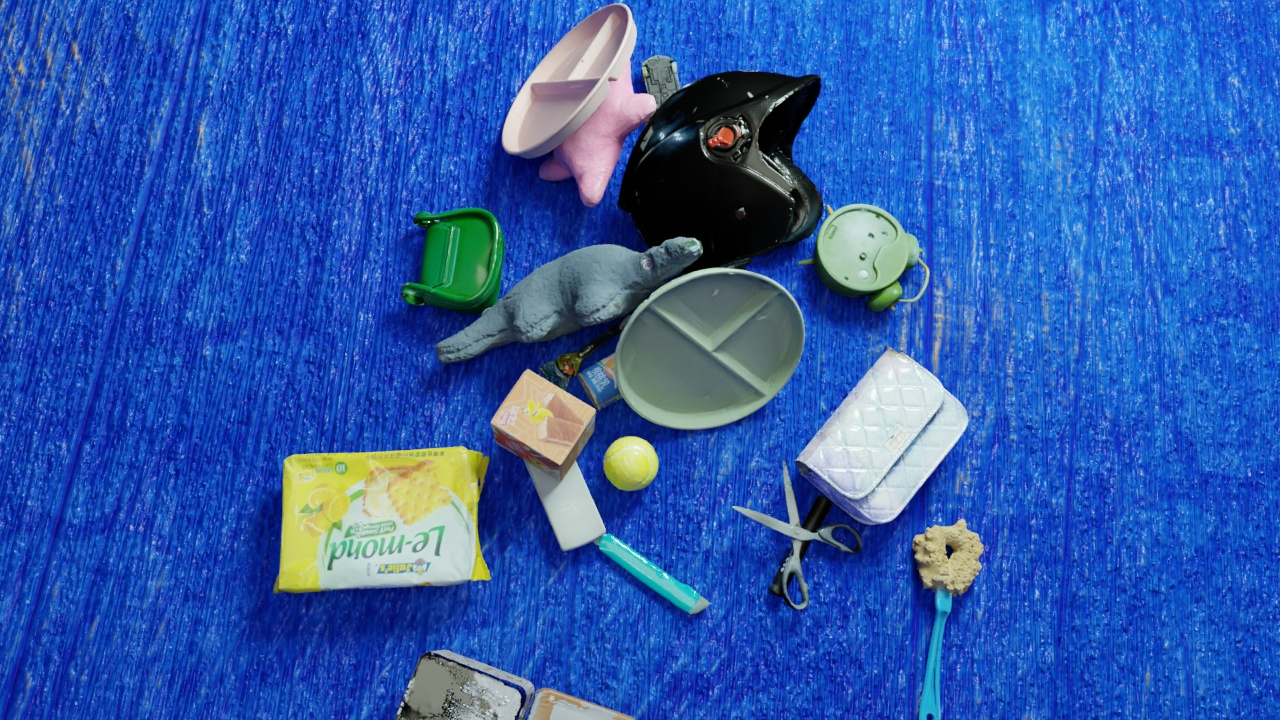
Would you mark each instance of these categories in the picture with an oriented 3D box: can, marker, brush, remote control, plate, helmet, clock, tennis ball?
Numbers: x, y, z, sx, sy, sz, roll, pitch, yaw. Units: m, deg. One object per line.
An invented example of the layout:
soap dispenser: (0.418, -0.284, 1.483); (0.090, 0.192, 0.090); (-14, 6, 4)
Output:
can: (-0.007, 0.007, 1.128); (0.134, 0.053, 0.053); (-30, 80, -9)
marker: (0.193, 0.224, 1.107); (0.022, 0.020, 0.132); (37, 75, -24)
brush: (0.355, 0.313, 1.088); (0.083, 0.046, 0.254); (10, 81, -5)
remote control: (-0.095, 0.152, 1.103); (0.058, 0.021, 0.150); (-21, 74, -11)
plate: (-0.088, -0.343, 1.138); (0.028, 0.230, 0.229); (37, 75, -33)
helmet: (0.103, -0.224, 1.089); (0.230, 0.233, 0.275); (26, 106, 12)
clock: (0.293, -0.128, 1.172); (0.161, 0.056, 0.116); (28, 78, 4)
tennis ball: (-0.011, 0.123, 1.095); (0.065, 0.065, 0.065); (1, 77, -3)
plate: (0.080, -0.013, 1.073); (0.230, 0.231, 0.027); (-11, 38, -5)

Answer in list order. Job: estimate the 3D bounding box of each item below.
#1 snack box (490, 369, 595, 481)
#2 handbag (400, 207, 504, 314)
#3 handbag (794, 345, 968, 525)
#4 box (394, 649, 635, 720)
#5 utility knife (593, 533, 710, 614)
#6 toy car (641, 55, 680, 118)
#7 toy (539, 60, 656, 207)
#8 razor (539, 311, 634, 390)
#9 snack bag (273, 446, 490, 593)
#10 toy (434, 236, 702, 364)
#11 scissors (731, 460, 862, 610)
snack box: (-0.112, 0.077, 1.065); (0.094, 0.093, 0.077); (30, 71, 6)
handbag: (-0.230, -0.124, 1.139); (0.120, 0.068, 0.131); (4, 77, -1)
handbag: (0.296, 0.094, 1.112); (0.134, 0.076, 0.193); (40, 78, 6)
box: (-0.143, 0.443, 1.007); (0.262, 0.088, 0.177); (20, 76, 3)
utility knife: (-0.003, 0.243, 1.095); (0.193, 0.013, 0.029); (35, 75, 6)
toy car: (0.030, -0.355, 1.223); (0.049, 0.031, 0.105); (-9, 79, -6)
toy: (-0.061, -0.304, 1.162); (0.178, 0.074, 0.195); (42, 107, 41)
razor: (-0.058, -0.017, 1.147); (0.142, 0.022, 0.042); (-37, 84, -10)
snack bag: (-0.299, 0.185, 1.066); (0.246, 0.068, 0.158); (-2, 77, -3)
toy: (-0.079, -0.078, 1.093); (0.357, 0.137, 0.091); (-20, 105, 22)
scissors: (0.183, 0.209, 1.087); (0.177, 0.014, 0.159); (24, 77, -14)
